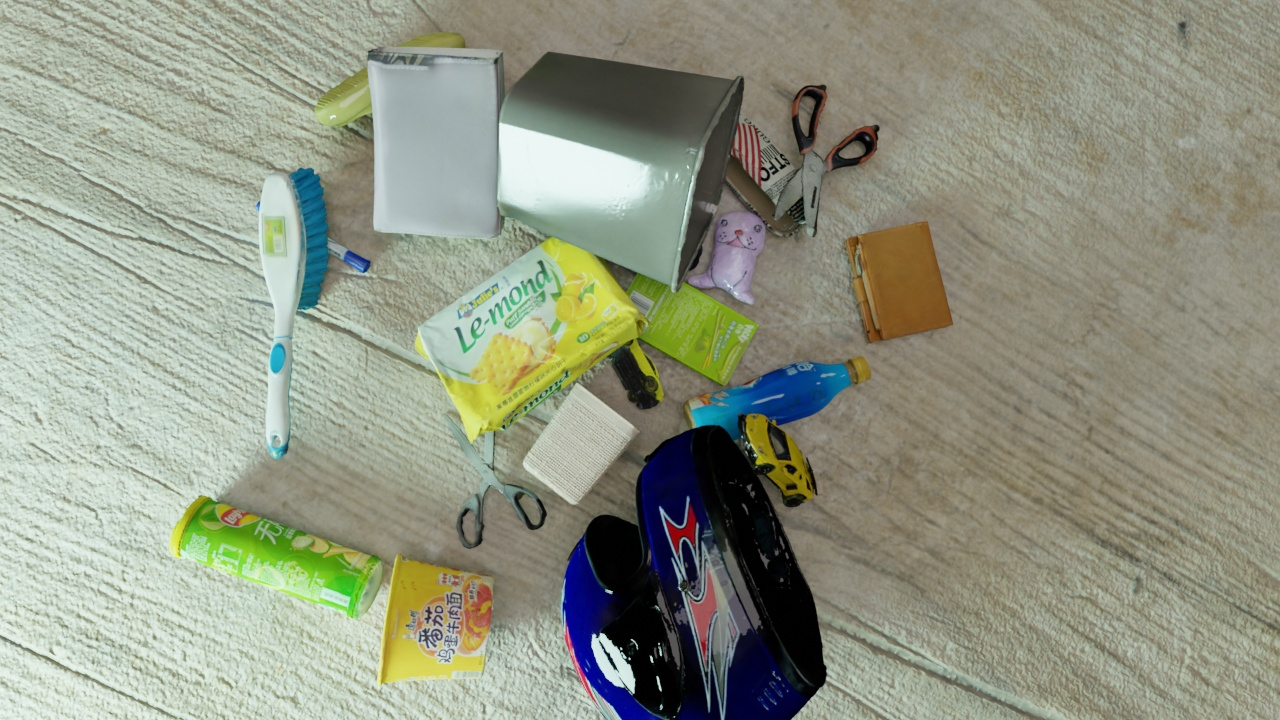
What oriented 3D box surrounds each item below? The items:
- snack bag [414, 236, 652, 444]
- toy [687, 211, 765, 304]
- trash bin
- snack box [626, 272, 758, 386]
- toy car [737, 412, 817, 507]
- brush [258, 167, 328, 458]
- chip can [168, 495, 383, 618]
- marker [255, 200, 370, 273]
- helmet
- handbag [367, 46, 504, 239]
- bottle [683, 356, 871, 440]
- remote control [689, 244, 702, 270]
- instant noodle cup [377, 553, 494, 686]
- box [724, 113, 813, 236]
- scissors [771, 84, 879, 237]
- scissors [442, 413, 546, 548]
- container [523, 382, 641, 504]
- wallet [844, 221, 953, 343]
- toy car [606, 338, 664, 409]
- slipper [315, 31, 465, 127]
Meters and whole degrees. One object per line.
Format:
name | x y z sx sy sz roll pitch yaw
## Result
snack bag | -0.120 -0.030 1.028 0.246 0.068 0.158 -34 63 -4
toy | 0.109 -0.127 1.084 0.084 0.039 0.108 16 86 9
trash bin | -0.023 -0.217 0.991 0.220 0.199 0.198 18 43 9
snack box | 0.051 -0.043 1.081 0.156 0.026 0.085 29 85 -1
toy car | 0.154 0.109 1.021 0.041 0.156 0.071 -25 49 21
brush | -0.390 -0.056 1.018 0.060 0.109 0.314 1 100 2
chip can | -0.396 0.218 1.013 0.221 0.072 0.072 20 85 -2
marker | -0.381 -0.144 1.067 0.146 0.017 0.017 30 85 -1
helmet | 0.035 0.250 0.957 0.241 0.247 0.315 -24 81 17
handbag | -0.222 -0.240 1.011 0.145 0.098 0.197 1 114 -7
bottle | 0.161 0.044 1.062 0.218 0.065 0.065 -18 87 -4
remote control | 0.008 -0.146 1.086 0.136 0.024 0.053 19 84 -2
instant noodle cup | -0.219 0.283 0.994 0.109 0.138 0.138 7 85 -11
box | 0.140 -0.219 1.094 0.163 0.081 0.074 46 53 2
scissors | 0.212 -0.239 1.076 0.221 0.015 0.189 -18 74 -25
scissors | -0.176 0.134 1.050 0.181 0.014 0.159 37 97 16
container | -0.068 0.095 1.034 0.090 0.090 0.111 38 87 0
wallet | 0.309 -0.094 1.098 0.107 0.031 0.131 -13 86 -7
toy car | -0.006 0.006 1.065 0.032 0.048 0.105 -29 87 -35
slipper | -0.280 -0.311 1.061 0.190 0.091 0.082 -35 126 -13
